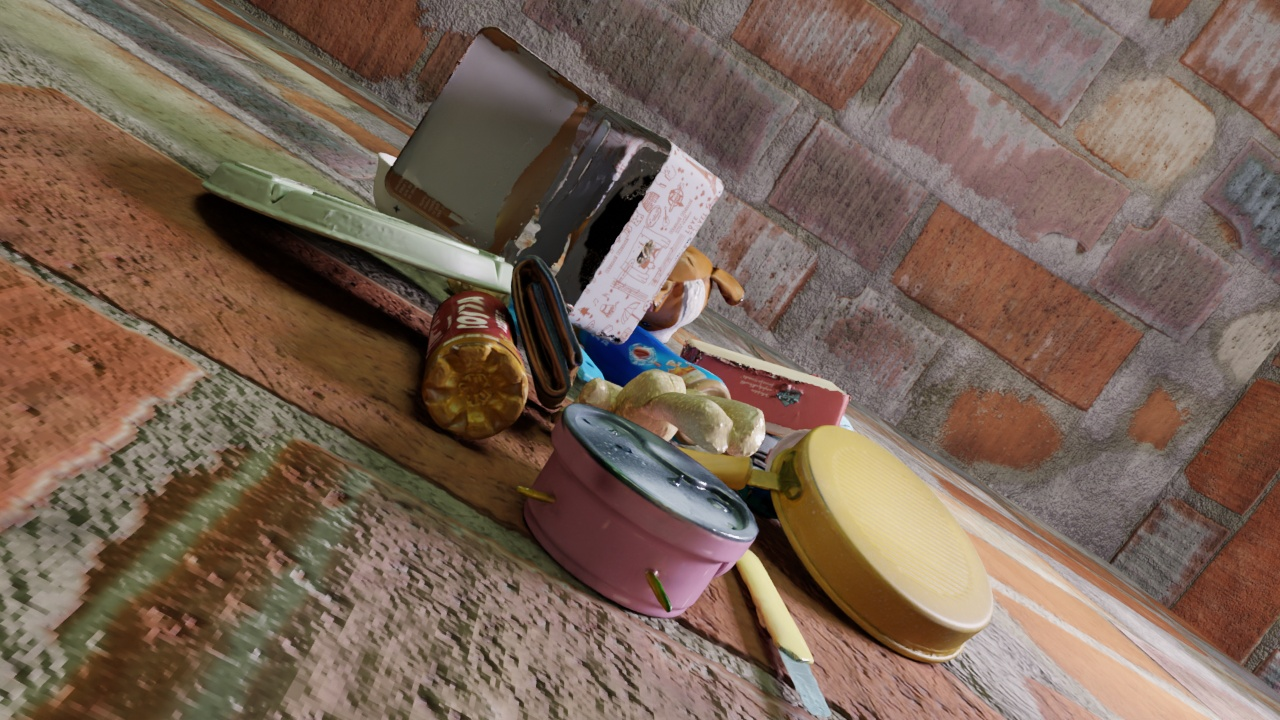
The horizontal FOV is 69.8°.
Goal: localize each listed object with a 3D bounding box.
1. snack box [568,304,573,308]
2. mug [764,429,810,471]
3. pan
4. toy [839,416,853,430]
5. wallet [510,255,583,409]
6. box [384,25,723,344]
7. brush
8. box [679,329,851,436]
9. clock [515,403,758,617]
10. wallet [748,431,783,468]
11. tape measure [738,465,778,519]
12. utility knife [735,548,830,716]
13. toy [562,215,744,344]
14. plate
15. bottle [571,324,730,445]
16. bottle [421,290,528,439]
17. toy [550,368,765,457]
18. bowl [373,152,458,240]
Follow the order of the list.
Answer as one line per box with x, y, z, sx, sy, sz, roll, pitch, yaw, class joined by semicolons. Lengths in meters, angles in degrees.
-0.094;-0.052;0.975;0.075;0.025;0.152;35;9;19;snack box
0.168;0.109;0.864;0.105;0.081;0.115;23;1;-42;mug
0.111;0.105;0.690;0.357;0.078;0.197;32;28;-16;pan
0.220;0.104;1.007;0.161;0.050;0.156;44;27;-14;toy
-0.065;-0.014;0.618;0.115;0.033;0.090;131;-57;-78;wallet
-0.076;-0.154;0.819;0.271;0.179;0.134;35;7;12;box
-0.093;-0.032;0.767;0.083;0.046;0.255;32;2;-37;brush
0.121;0.025;0.927;0.168;0.076;0.091;17;8;-6;box
0.002;0.078;0.492;0.117;0.060;0.158;34;10;14;clock
0.144;0.094;0.995;0.106;0.037;0.129;32;8;-16;wallet
0.104;0.113;0.781;0.054;0.025;0.058;33;12;-14;tape measure
0.077;0.144;0.523;0.031;0.021;0.205;29;2;-10;utility knife
0.000;-0.076;0.916;0.139;0.130;0.200;-17;21;-35;toy
-0.197;-0.097;0.673;0.230;0.027;0.230;20;3;-1;plate
-0.005;0.005;0.838;0.065;0.065;0.219;26;6;-40;bottle
-0.105;-0.007;0.575;0.057;0.057;0.175;30;9;-18;bottle
0.010;0.038;0.576;0.105;0.066;0.157;-1;0;-38;toy
-0.220;-0.146;0.905;0.118;0.065;0.118;33;9;-6;bowl
